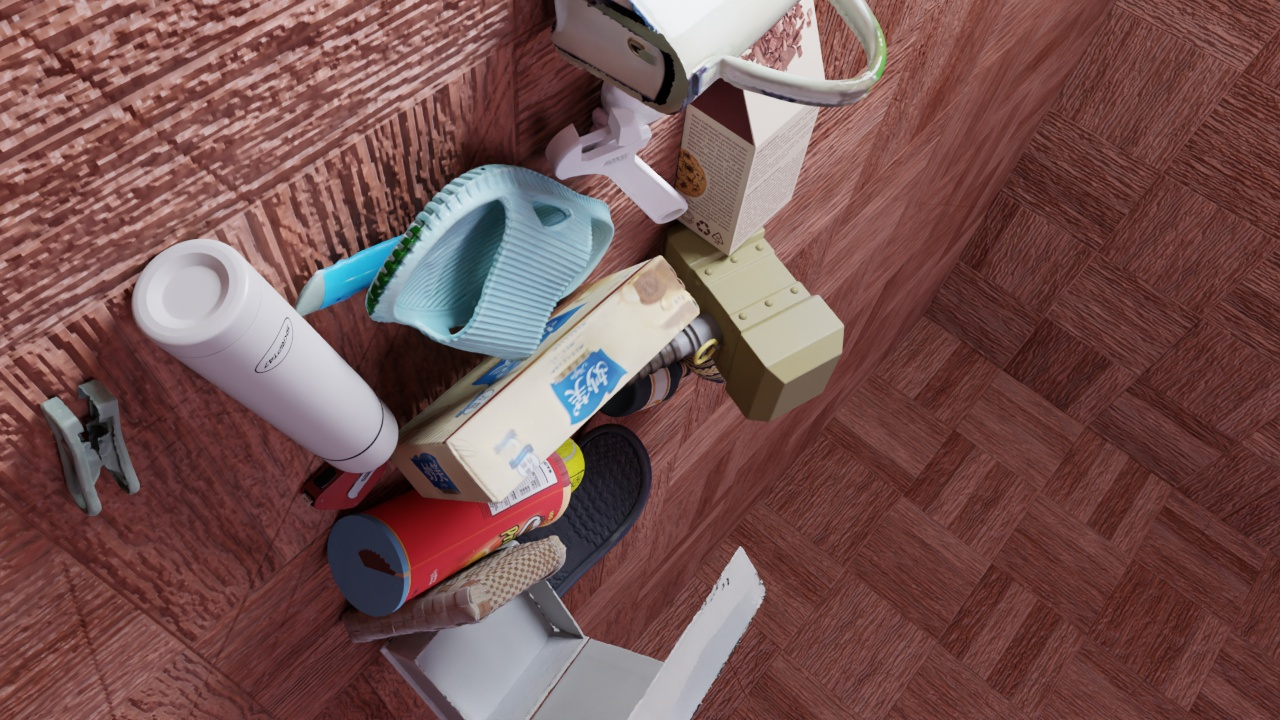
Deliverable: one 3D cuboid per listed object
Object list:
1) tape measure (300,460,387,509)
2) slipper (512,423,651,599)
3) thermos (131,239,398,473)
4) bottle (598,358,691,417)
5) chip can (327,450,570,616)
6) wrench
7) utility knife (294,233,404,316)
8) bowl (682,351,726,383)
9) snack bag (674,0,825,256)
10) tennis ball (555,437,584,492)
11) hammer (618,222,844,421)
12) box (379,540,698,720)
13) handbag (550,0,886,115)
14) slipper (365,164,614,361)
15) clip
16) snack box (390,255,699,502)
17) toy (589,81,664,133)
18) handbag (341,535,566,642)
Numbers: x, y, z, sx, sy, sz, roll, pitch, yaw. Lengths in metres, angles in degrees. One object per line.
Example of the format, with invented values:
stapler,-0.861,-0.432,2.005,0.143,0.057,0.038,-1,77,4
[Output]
tape measure,-0.206,0.082,0.650,0.051,0.019,0.059,-53,163,4
slipper,-0.074,0.191,1.066,0.268,0.110,0.083,-52,166,13
thermos,-0.187,0.011,0.498,0.052,0.052,0.224,-47,162,-14
bottle,0.012,0.019,1.011,0.059,0.059,0.181,-58,162,21
chip can,-0.153,0.134,0.778,0.212,0.087,0.087,-21,146,-57
wrench,-0.003,-0.135,0.689,0.066,0.018,0.273,-26,172,11
utility knife,-0.124,-0.072,0.556,0.206,0.015,0.031,-33,158,-47
bowl,0.079,-0.032,1.019,0.061,0.112,0.113,8,122,-43
snack bag,0.092,-0.196,0.764,0.094,0.070,0.207,-43,161,-25
tennis ball,-0.089,0.106,0.920,0.065,0.065,0.065,-45,162,-20
hammer,-0.005,0.005,0.823,0.324,0.190,0.101,-27,155,-17
box,-0.013,0.418,0.952,0.166,0.528,0.234,-49,168,-34
handbag,0.054,-0.197,0.485,0.151,0.176,0.074,-45,160,-19
slipper,-0.069,-0.061,0.594,0.116,0.069,0.275,-57,168,16
clip,-0.259,0.043,0.434,0.043,0.023,0.076,-34,154,-41
snack box,-0.074,0.014,0.667,0.206,0.055,0.154,-43,-165,-26
toy,0.005,-0.184,0.612,0.126,0.037,0.075,-36,176,32
handbag,-0.163,0.206,0.815,0.186,0.047,0.123,-20,-179,36
